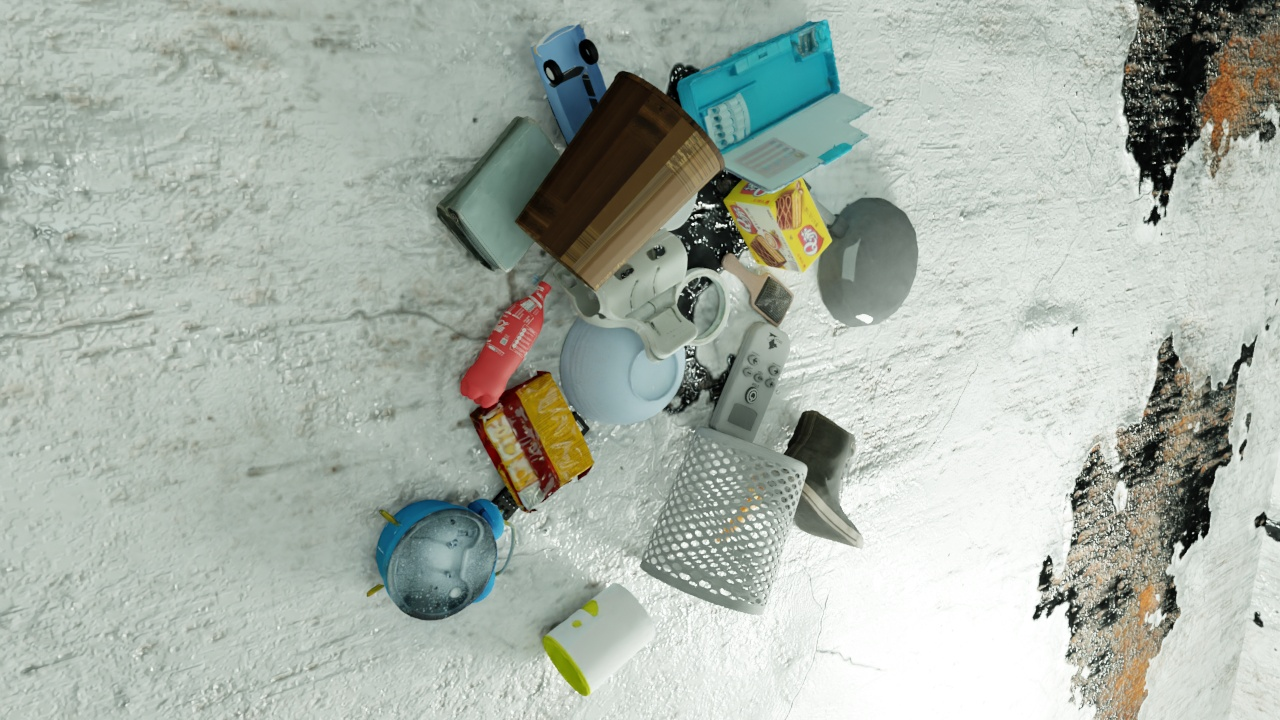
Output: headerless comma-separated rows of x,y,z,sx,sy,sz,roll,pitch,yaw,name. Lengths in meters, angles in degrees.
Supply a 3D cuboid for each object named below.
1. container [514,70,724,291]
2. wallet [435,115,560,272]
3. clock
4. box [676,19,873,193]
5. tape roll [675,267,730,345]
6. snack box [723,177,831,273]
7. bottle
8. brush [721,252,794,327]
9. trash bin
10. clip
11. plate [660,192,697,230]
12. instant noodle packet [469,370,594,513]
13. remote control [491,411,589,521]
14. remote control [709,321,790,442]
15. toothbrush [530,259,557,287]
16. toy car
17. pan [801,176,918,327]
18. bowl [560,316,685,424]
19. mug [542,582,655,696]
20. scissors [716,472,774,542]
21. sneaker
-0.025,-0.160,0.861,0.167,0.132,0.132,-50,127,0,container
-0.128,-0.161,0.891,0.131,0.054,0.100,-50,137,-16,wallet
-0.194,0.198,0.935,0.161,0.060,0.117,8,96,-40,clock
0.162,-0.285,1.055,0.226,0.084,0.171,-33,87,-28,box
0.068,-0.063,1.089,0.092,0.013,0.093,-10,108,-34,tape roll
0.162,-0.166,1.087,0.061,0.084,0.106,-46,125,-17,snack box
-0.132,-0.019,0.932,0.042,0.042,0.141,38,79,-37,bottle
0.147,-0.092,1.139,0.135,0.015,0.050,35,80,-38,brush
0.103,0.186,1.097,0.156,0.157,0.183,24,85,-39,trash bin
0.002,-0.074,0.949,0.126,0.152,0.105,-33,160,-32,clip
0.024,-0.209,0.997,0.134,0.011,0.134,-5,96,-54,plate
-0.112,0.087,0.970,0.098,0.040,0.135,-32,109,-23,instant noodle packet
-0.110,0.116,1.006,0.139,0.009,0.030,-48,125,-17,remote control
0.144,0.027,1.166,0.074,0.019,0.151,24,87,-39,remote control
-0.055,-0.147,0.969,0.024,0.022,0.185,40,78,-16,toothbrush
-0.061,-0.256,0.906,0.056,0.055,0.153,-35,128,-17,toy car
0.259,-0.170,1.185,0.357,0.041,0.178,35,81,-38,pan
-0.006,0.006,1.013,0.150,0.075,0.151,-11,109,-34,bowl
-0.048,0.322,1.063,0.106,0.083,0.082,-34,120,-27,mug
0.143,0.198,1.219,0.128,0.013,0.065,-48,125,-17,scissors
0.256,0.171,1.250,0.235,0.095,0.119,46,66,-36,sneaker
